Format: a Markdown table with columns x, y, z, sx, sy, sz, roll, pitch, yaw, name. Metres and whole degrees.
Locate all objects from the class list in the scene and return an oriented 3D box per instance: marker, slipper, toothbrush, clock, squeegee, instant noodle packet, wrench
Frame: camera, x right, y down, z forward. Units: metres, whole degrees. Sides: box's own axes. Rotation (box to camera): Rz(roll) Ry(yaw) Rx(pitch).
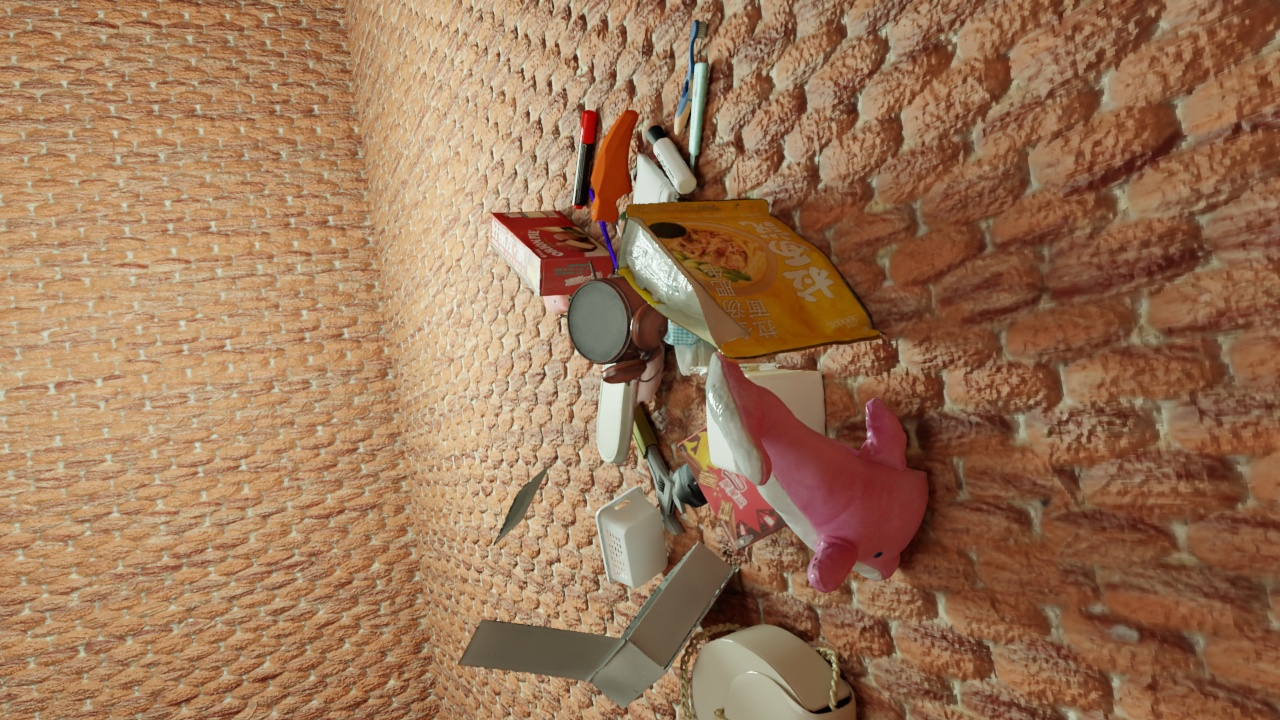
| x | y | z | sx | sy | sz | roll | pitch | yaw | name |
| --- | --- | --- | --- | --- | --- | --- | --- | --- | --- |
| 0.034 | -0.240 | 1.085 | 0.125 | 0.025 | 0.025 | -114 | 30 | -43 | marker |
| -0.007 | 0.007 | 1.209 | 0.114 | 0.054 | 0.275 | -140 | 58 | -61 | slipper |
| 0.056 | -0.320 | 1.043 | 0.021 | 0.017 | 0.135 | -119 | 30 | -45 | toothbrush |
| -0.082 | -0.290 | 1.333 | 0.023 | 0.021 | 0.145 | -94 | 12 | -57 | marker |
| -0.021 | -0.039 | 1.109 | 0.157 | 0.072 | 0.121 | 47 | 123 | 26 | clock |
| -0.037 | -0.238 | 1.198 | 0.249 | 0.055 | 0.185 | -108 | 31 | -50 | squeegee |
| 0.097 | -0.070 | 0.847 | 0.221 | 0.162 | 0.084 | 51 | 139 | 48 | instant noodle packet |
| 0.006 | 0.111 | 1.253 | 0.084 | 0.018 | 0.273 | 107 | 146 | -48 | wrench |

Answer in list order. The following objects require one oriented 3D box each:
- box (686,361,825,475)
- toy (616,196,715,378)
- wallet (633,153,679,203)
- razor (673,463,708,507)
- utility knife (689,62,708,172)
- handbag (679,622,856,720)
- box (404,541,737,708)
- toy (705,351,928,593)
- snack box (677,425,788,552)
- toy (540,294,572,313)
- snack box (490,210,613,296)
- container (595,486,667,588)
| x | y | z | sx | sy | sz | roll | pitch | yaw | name |
| --- | --- | --- | --- | --- | --- | --- | --- | --- | --- |
| 0.103 | 0.044 | 0.928 | 0.137 | 0.108 | 0.124 | 1 | 96 | 64 | box |
| 0.059 | -0.077 | 1.013 | 0.106 | 0.130 | 0.205 | 4 | 107 | 49 | toy |
| 0.022 | -0.194 | 1.119 | 0.116 | 0.032 | 0.086 | -114 | 23 | -48 | wallet |
| 0.088 | 0.127 | 1.033 | 0.053 | 0.063 | 0.141 | 57 | 141 | 4 | razor |
| 0.065 | -0.272 | 1.037 | 0.022 | 0.015 | 0.129 | -129 | 36 | -54 | utility knife |
| 0.143 | 0.391 | 0.968 | 0.209 | 0.103 | 0.211 | 8 | 104 | 56 | handbag |
| -0.069 | 0.323 | 1.056 | 0.167 | 0.368 | 0.150 | 119 | 140 | -51 | box |
| 0.159 | 0.087 | 0.756 | 0.128 | 0.265 | 0.186 | -37 | 30 | 18 | toy |
| 0.104 | 0.127 | 0.979 | 0.089 | 0.021 | 0.133 | -38 | 74 | 36 | snack box |
| -0.126 | -0.114 | 1.435 | 0.110 | 0.051 | 0.090 | 17 | 120 | 59 | toy |
| -0.138 | -0.165 | 1.375 | 0.236 | 0.113 | 0.060 | 43 | 133 | 54 | snack box |
| -0.007 | 0.244 | 1.232 | 0.049 | 0.080 | 0.129 | 24 | 132 | 45 | container |
